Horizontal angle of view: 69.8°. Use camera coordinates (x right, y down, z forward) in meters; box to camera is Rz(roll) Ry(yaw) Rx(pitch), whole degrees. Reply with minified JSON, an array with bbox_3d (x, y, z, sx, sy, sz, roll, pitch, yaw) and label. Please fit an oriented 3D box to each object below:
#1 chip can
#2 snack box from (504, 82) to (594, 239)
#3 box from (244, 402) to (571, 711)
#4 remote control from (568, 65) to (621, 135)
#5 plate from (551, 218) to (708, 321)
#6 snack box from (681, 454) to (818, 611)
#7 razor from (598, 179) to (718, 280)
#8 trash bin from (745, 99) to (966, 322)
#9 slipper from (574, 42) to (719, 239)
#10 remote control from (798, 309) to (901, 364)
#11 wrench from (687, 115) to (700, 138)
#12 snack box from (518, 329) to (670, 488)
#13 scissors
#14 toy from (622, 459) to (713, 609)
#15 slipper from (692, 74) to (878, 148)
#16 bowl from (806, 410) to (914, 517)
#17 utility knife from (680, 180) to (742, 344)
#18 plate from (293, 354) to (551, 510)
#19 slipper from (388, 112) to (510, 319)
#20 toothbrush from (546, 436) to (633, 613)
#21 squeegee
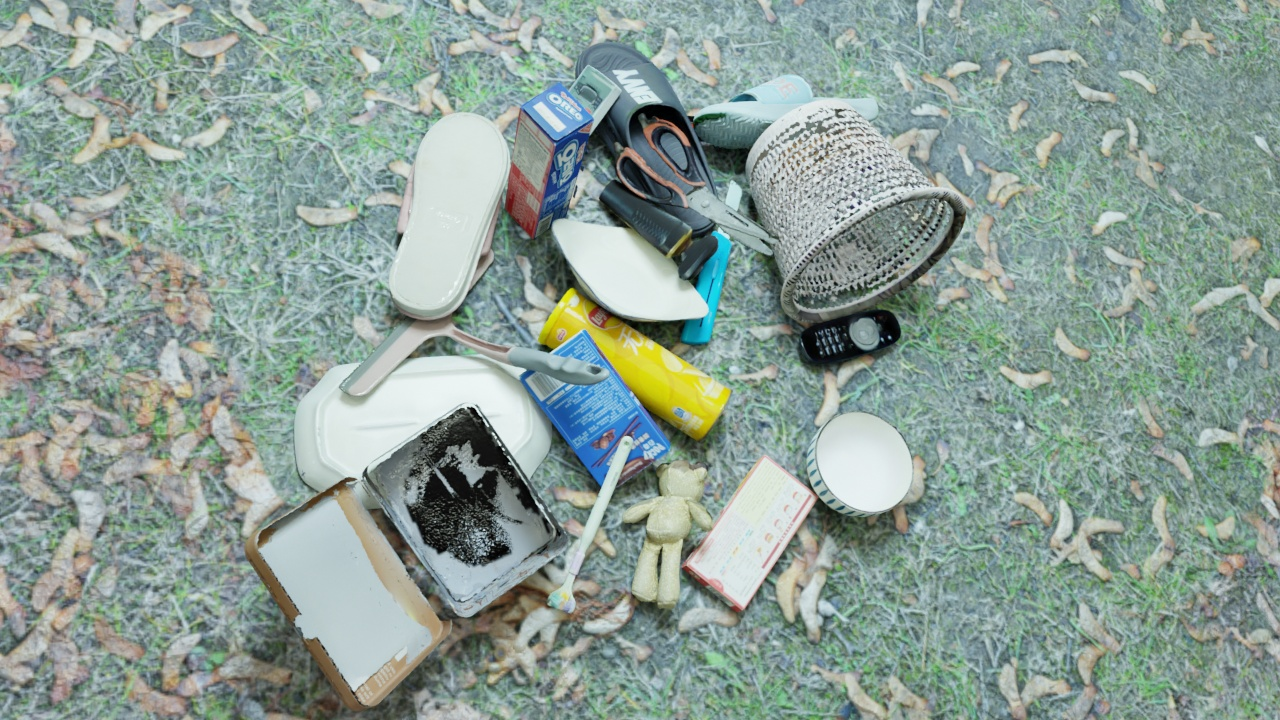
[{"bbox_3d":[-0.006,0.006,1.009,0.213,0.072,0.072,33,67,-1],"label":"chip can"},{"bbox_3d":[-0.102,-0.209,0.989,0.057,0.208,0.058,-39,83,-22],"label":"snack box"},{"bbox_3d":[-0.209,0.169,0.853,0.273,0.125,0.179,-36,95,-36],"label":"box"},{"bbox_3d":[-0.081,-0.277,1.076,0.056,0.019,0.135,45,102,29],"label":"remote control"},{"bbox_3d":[-0.017,-0.093,1.028,0.164,0.034,0.163,1,44,-41],"label":"plate"},{"bbox_3d":[0.120,0.185,0.995,0.077,0.027,0.155,38,67,3],"label":"snack box"},{"bbox_3d":[0.017,-0.157,1.073,0.167,0.067,0.062,39,92,21],"label":"razor"},{"bbox_3d":[0.227,-0.185,1.067,0.227,0.228,0.192,-16,62,-18],"label":"trash bin"},{"bbox_3d":[0.021,-0.276,1.098,0.110,0.083,0.268,-27,86,-18],"label":"slipper"},{"bbox_3d":[0.249,-0.027,1.102,0.136,0.024,0.053,-14,74,-18],"label":"remote control"},{"bbox_3d":[0.068,-0.301,1.165,0.273,0.016,0.056,1,75,-12],"label":"wrench"},{"bbox_3d":[-0.047,0.054,0.969,0.084,0.026,0.157,-36,94,9],"label":"snack box"},{"bbox_3d":[0.066,-0.197,1.026,0.206,0.015,0.197,-2,102,28],"label":"scissors"},{"bbox_3d":[0.032,0.180,0.962,0.105,0.066,0.157,-1,64,34],"label":"toy"},{"bbox_3d":[0.183,-0.312,1.132,0.245,0.104,0.074,-9,91,-22],"label":"slipper"},{"bbox_3d":[0.236,0.120,1.022,0.116,0.066,0.116,5,66,-12],"label":"bowl"},{"bbox_3d":[0.089,-0.117,1.090,0.034,0.018,0.216,18,74,-8],"label":"utility knife"},{"bbox_3d":[-0.223,0.067,0.956,0.265,0.034,0.162,-3,71,-14],"label":"plate"},{"bbox_3d":[-0.213,-0.161,1.026,0.114,0.054,0.273,8,63,-2],"label":"slipper"},{"bbox_3d":[-0.047,0.166,0.940,0.029,0.020,0.189,23,84,-4],"label":"toothbrush"},{"bbox_3d":[-0.136,-0.010,0.946,0.250,0.040,0.246,18,52,26],"label":"squeegee"}]
